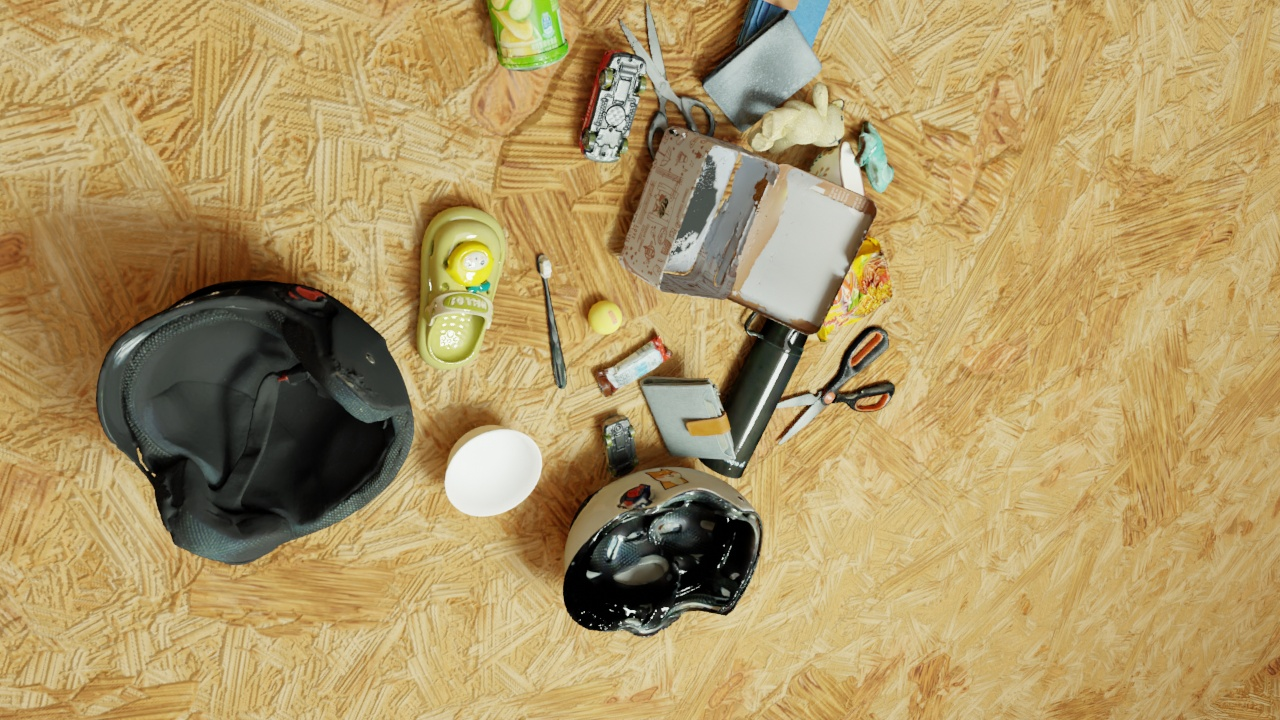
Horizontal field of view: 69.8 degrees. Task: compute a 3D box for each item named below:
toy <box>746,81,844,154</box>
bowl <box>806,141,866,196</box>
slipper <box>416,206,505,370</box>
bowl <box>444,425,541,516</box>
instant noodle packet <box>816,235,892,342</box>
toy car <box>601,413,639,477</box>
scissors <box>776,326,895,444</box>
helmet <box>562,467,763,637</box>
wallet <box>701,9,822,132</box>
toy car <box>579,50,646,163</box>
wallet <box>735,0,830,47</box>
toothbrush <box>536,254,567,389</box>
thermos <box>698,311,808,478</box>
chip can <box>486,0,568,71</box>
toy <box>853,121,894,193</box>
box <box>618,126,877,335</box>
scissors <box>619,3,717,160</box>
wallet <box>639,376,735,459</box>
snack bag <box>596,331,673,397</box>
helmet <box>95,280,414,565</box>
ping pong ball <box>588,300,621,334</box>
[{"bbox_3d":[0.184,-0.272,1.070,0.156,0.066,0.105,-20,152,-43],"label":"toy"},{"bbox_3d":[0.238,-0.208,1.139,0.062,0.113,0.113,-12,133,27],"label":"bowl"},{"bbox_3d":[-0.187,-0.067,0.983,0.091,0.081,0.191,-1,119,-32],"label":"slipper"},{"bbox_3d":[-0.184,0.119,1.094,0.118,0.065,0.118,-13,121,-22],"label":"bowl"},{"bbox_3d":[0.282,-0.097,1.250,0.128,0.044,0.111,-30,122,-12],"label":"instant noodle packet"},{"bbox_3d":[-0.029,0.112,1.195,0.042,0.035,0.090,-19,124,-18],"label":"toy car"},{"bbox_3d":[0.296,0.047,1.349,0.224,0.021,0.221,24,102,-37],"label":"scissors"},{"bbox_3d":[0.017,0.232,1.212,0.273,0.156,0.230,-10,123,-13],"label":"helmet"},{"bbox_3d":[0.137,-0.323,1.033,0.121,0.019,0.097,-37,141,15],"label":"wallet"},{"bbox_3d":[-0.031,-0.270,0.979,0.052,0.045,0.121,4,120,-28],"label":"toy car"},{"bbox_3d":[0.168,-0.403,1.024,0.106,0.040,0.133,6,112,-37],"label":"wallet"},{"bbox_3d":[-0.103,-0.041,1.084,0.015,0.018,0.181,-20,125,-22],"label":"toothbrush"},{"bbox_3d":[0.148,0.036,1.240,0.090,0.068,0.243,21,104,-12],"label":"thermos"},{"bbox_3d":[-0.120,-0.383,0.850,0.072,0.072,0.221,-22,124,-18],"label":"chip can"},{"bbox_3d":[0.295,-0.256,1.167,0.096,0.030,0.092,-54,127,-42],"label":"toy"},{"bbox_3d":[0.122,-0.150,1.073,0.272,0.130,0.179,15,109,-19],"label":"box"},{"bbox_3d":[0.025,-0.296,1.015,0.162,0.014,0.166,11,110,-34],"label":"scissors"},{"bbox_3d":[0.065,0.078,1.192,0.036,0.107,0.130,-59,139,-41],"label":"wallet"},{"bbox_3d":[-0.007,0.007,1.155,0.105,0.026,0.045,-33,136,-9],"label":"snack bag"},{"bbox_3d":[-0.348,0.036,0.856,0.233,0.230,0.274,-45,120,8],"label":"helmet"},{"bbox_3d":[-0.042,-0.051,1.095,0.040,0.040,0.040,-13,121,-23],"label":"ping pong ball"}]
